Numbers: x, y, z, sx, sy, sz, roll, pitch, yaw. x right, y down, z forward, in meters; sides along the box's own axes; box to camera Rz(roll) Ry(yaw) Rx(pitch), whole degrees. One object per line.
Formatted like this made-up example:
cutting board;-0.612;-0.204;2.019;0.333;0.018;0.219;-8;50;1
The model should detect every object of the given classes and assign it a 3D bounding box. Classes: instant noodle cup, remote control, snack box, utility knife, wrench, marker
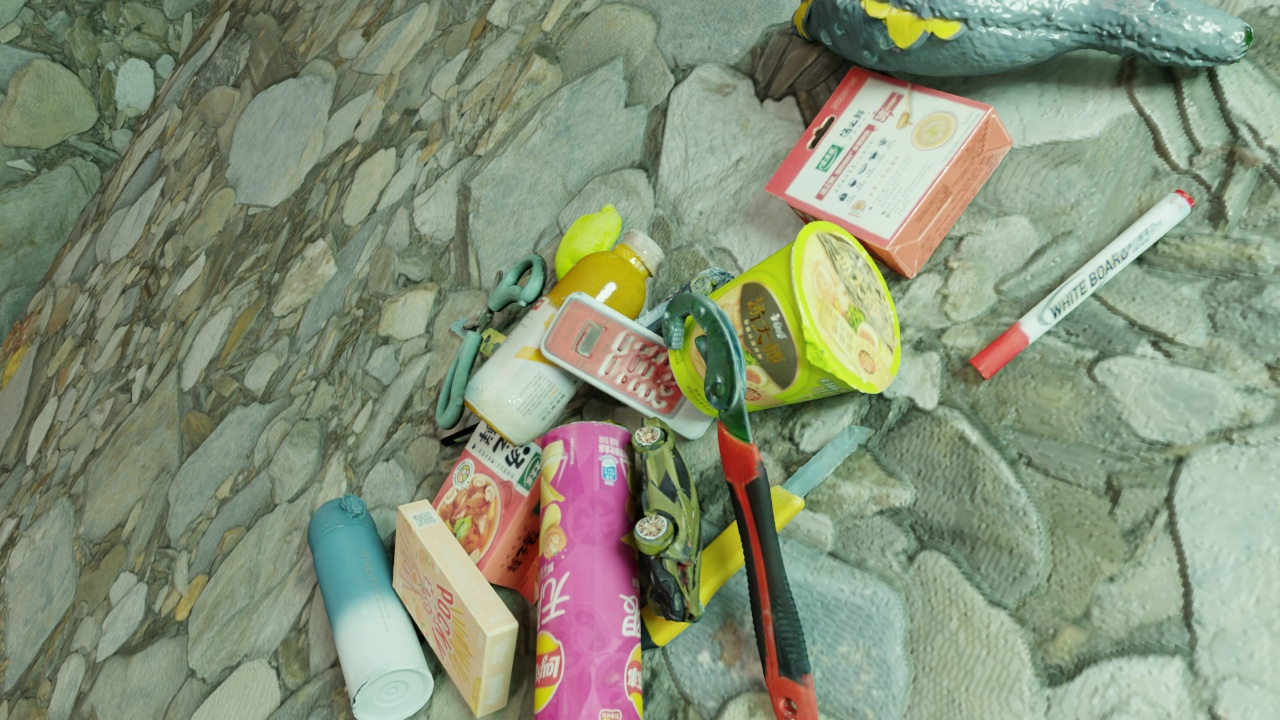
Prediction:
instant noodle cup;0.086;-0.015;0.599;0.124;0.111;0.111;-24;50;41
remote control;-0.004;0.004;0.661;0.056;0.136;0.020;-59;-2;-8
snack box;-0.145;0.184;0.699;0.157;0.026;0.085;39;128;43
snack box;-0.104;0.113;0.733;0.127;0.044;0.113;26;84;47
snack box;0.167;-0.133;0.635;0.113;0.044;0.127;-54;43;4
utility knife;0.070;0.116;0.590;0.216;0.015;0.033;-46;42;14
wrench;0.062;0.085;0.546;0.056;0.016;0.273;-31;68;48
marker;-0.135;0.056;0.815;0.124;0.018;0.015;-22;72;34
marker;0.250;-0.042;0.523;0.145;0.017;0.017;-43;43;14
utility knife;-0.127;-0.005;0.854;0.031;0.021;0.205;-54;37;-6

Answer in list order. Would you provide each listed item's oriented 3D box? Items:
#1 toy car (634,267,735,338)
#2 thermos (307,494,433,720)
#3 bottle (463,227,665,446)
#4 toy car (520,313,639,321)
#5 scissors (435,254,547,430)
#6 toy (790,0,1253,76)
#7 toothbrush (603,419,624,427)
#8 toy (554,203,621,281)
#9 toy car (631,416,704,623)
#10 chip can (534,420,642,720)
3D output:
toy car;0.031;-0.031;0.694;0.106;0.049;0.031;-36;43;21
thermos;-0.237;0.203;0.785;0.070;0.070;0.220;-49;43;8
bottle;-0.054;-0.021;0.708;0.189;0.068;0.068;-49;41;-7
toy car;-0.055;-0.019;0.770;0.121;0.037;0.054;0;59;34
scissors;-0.134;-0.024;0.818;0.170;0.019;0.171;-29;40;52
toy;0.202;-0.234;0.611;0.357;0.137;0.091;27;109;47
toothbrush;-0.023;0.129;0.668;0.016;0.016;0.189;-21;52;32
toy;-0.050;-0.090;0.818;0.097;0.031;0.100;-43;44;17
toy car;0.017;0.098;0.598;0.042;0.070;0.158;-9;37;1
chip can;-0.035;0.148;0.607;0.072;0.071;0.210;-23;54;31
